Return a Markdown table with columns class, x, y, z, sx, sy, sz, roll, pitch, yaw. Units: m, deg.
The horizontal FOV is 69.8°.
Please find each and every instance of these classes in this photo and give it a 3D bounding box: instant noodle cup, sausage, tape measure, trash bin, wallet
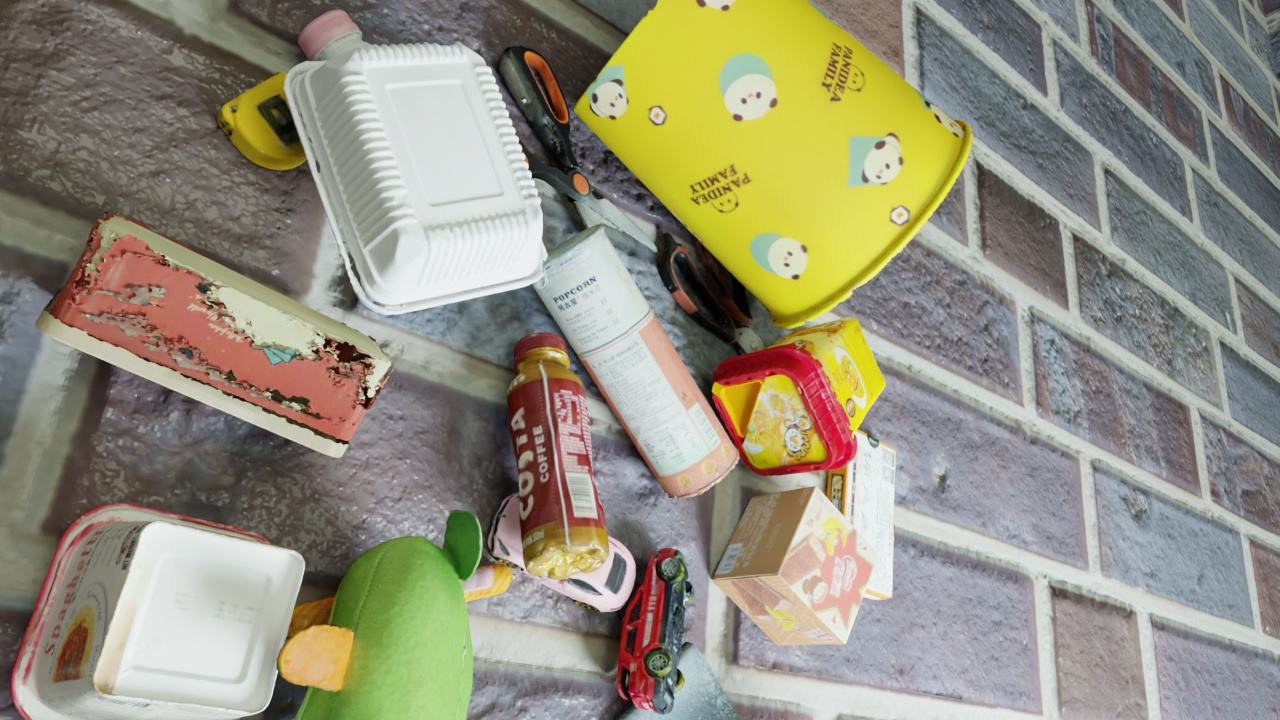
| class | x | y | z | sx | sy | sz | roll | pitch | yaw |
| --- | --- | --- | --- | --- | --- | --- | --- | --- | --- |
| instant noodle cup | 0.145 | 0.026 | 0.803 | 0.123 | 0.116 | 0.116 | -36 | 104 | -41 |
| instant noodle cup | -0.232 | 0.131 | 0.458 | 0.116 | 0.124 | 0.116 | 23 | 63 | -32 |
| sausage | -0.150 | 0.152 | 0.586 | 0.164 | 0.022 | 0.021 | -3 | 78 | -40 |
| instant noodle cup | -0.132 | -0.126 | 0.581 | 0.137 | 0.060 | 0.173 | -17 | 81 | -35 |
| tape measure | -0.241 | -0.157 | 0.606 | 0.057 | 0.029 | 0.059 | 52 | 51 | -15 |
| trash bin | 0.098 | -0.193 | 0.765 | 0.255 | 0.230 | 0.228 | 39 | 54 | -11 |
| wallet | 0.037 | 0.293 | 0.699 | 0.097 | 0.019 | 0.121 | -38 | 102 | -38 |

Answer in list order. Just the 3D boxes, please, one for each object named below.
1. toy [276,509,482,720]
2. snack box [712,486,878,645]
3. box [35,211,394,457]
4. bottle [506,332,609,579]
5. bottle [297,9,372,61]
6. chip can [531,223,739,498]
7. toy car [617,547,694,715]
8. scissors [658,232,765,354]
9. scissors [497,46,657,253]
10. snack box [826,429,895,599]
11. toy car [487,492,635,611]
| class | x | y | z | sx | sy | sz | roll | pitch | yaw |
| --- | --- | --- | --- | --- | --- | --- | --- | --- | --- |
| toy | -0.140 | 0.202 | 0.487 | 0.090 | 0.227 | 0.246 | 2 | 52 | 4 |
| snack box | 0.132 | 0.174 | 0.773 | 0.094 | 0.077 | 0.092 | 47 | 52 | -18 |
| box | -0.228 | -0.021 | 0.517 | 0.168 | 0.091 | 0.079 | 29 | 90 | -29 |
| bottle | -0.061 | 0.061 | 0.643 | 0.057 | 0.058 | 0.174 | 15 | 50 | -35 |
| bottle | -0.163 | -0.152 | 0.645 | 0.197 | 0.068 | 0.068 | 54 | 50 | -8 |
| chip can | -0.004 | 0.004 | 0.711 | 0.071 | 0.071 | 0.215 | -44 | 108 | -39 |
| toy car | 0.011 | 0.198 | 0.682 | 0.053 | 0.045 | 0.120 | 71 | 26 | -49 |
| scissors | 0.099 | -0.035 | 0.855 | 0.206 | 0.015 | 0.194 | 16 | 66 | -35 |
| scissors | -0.071 | -0.154 | 0.743 | 0.223 | 0.022 | 0.220 | -3 | 73 | -51 |
| snack box | 0.212 | 0.146 | 0.882 | 0.075 | 0.026 | 0.153 | 25 | 62 | -32 |
| toy car | -0.053 | 0.139 | 0.662 | 0.122 | 0.037 | 0.056 | 35 | 55 | -25 |
